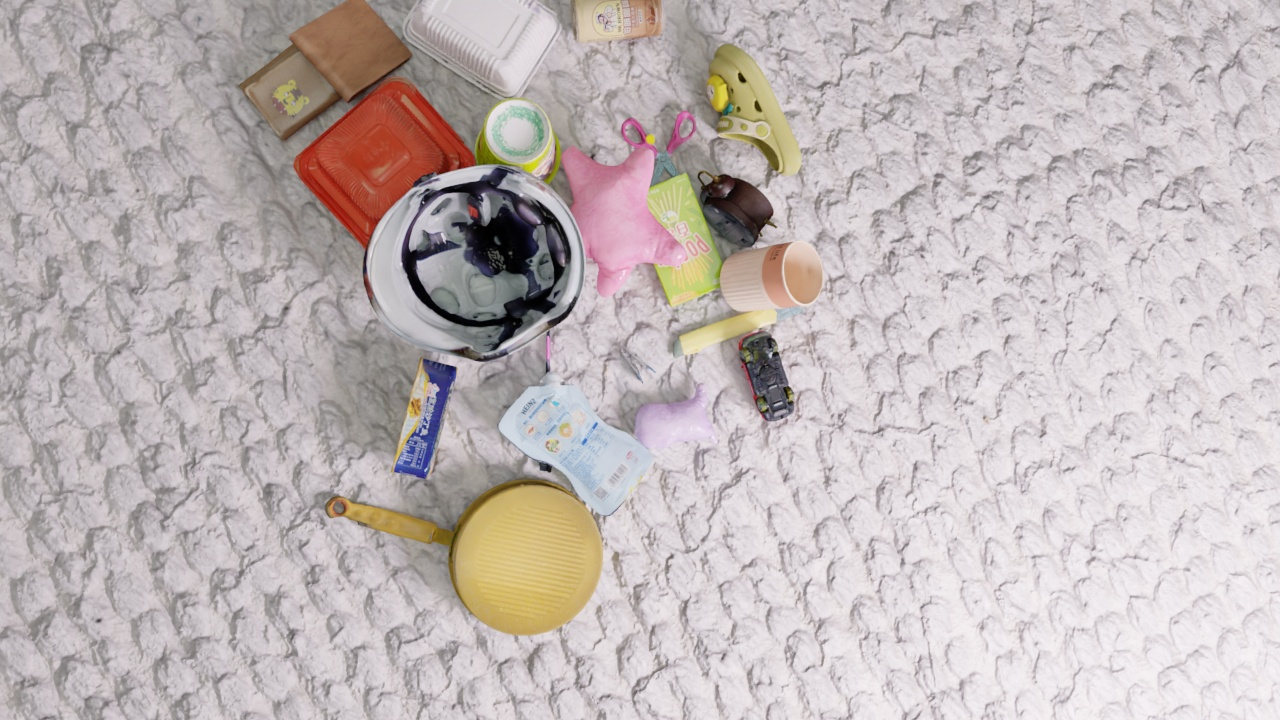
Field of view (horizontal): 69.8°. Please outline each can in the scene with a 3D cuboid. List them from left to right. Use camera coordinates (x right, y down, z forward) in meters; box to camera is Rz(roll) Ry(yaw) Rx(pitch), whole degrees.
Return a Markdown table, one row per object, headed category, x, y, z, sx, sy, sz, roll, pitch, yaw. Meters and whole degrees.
| category | x | y | z | sx | sy | sz | roll | pitch | yaw |
| --- | --- | --- | --- | --- | --- | --- | --- | --- | --- |
| can | -0.269 | 0.073 | 1.144 | 0.049 | 0.075 | 0.148 | 15 | 89 | -11 |
| can | -0.030 | -0.444 | 1.182 | 0.116 | 0.058 | 0.058 | -9 | 91 | -8 |

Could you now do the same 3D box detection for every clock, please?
| category | x | y | z | sx | sy | sz | roll | pitch | yaw |
| --- | --- | --- | --- | --- | --- | --- | --- | --- | --- |
| clock | 0.119 | -0.201 | 1.192 | 0.122 | 0.082 | 0.055 | 40 | 80 | -7 |

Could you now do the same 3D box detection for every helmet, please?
| category | x | y | z | sx | sy | sz | roll | pitch | yaw |
| --- | --- | --- | --- | --- | --- | --- | --- | --- | --- |
| helmet | -0.190 | -0.127 | 1.113 | 0.259 | 0.145 | 0.229 | -22 | 105 | 12 |

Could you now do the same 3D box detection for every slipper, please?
| category | x | y | z | sx | sy | sz | roll | pitch | yaw |
| --- | --- | --- | --- | --- | --- | --- | --- | --- | --- |
| slipper | 0.138 | -0.316 | 1.192 | 0.081 | 0.091 | 0.190 | -33 | 98 | -4 |

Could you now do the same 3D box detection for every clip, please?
| category | x | y | z | sx | sy | sz | roll | pitch | yaw |
| --- | --- | --- | --- | --- | --- | --- | --- | --- | --- |
| clip | -0.007 | 0.004 | 1.204 | 0.045 | 0.027 | 0.058 | -41 | 95 | 2 |

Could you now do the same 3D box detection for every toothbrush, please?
| category | x | y | z | sx | sy | sz | roll | pitch | yaw |
| --- | --- | --- | --- | --- | --- | --- | --- | --- | --- |
| toothbrush | -0.123 | 0.052 | 1.194 | 0.018 | 0.014 | 0.189 | 0 | 90 | 2 |

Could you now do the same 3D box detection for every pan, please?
| category | x | y | z | sx | sy | sz | roll | pitch | yaw |
| --- | --- | --- | --- | --- | --- | --- | --- | --- | --- |
| pan | -0.222 | 0.230 | 1.165 | 0.357 | 0.078 | 0.197 | 16 | 85 | -14 |

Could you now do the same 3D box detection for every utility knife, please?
| category | x | y | z | sx | sy | sz | roll | pitch | yaw |
| --- | --- | --- | --- | --- | --- | --- | --- | --- | --- |
| utility knife | 0.129 | -0.044 | 1.224 | 0.188 | 0.020 | 0.031 | -18 | 97 | -1 |

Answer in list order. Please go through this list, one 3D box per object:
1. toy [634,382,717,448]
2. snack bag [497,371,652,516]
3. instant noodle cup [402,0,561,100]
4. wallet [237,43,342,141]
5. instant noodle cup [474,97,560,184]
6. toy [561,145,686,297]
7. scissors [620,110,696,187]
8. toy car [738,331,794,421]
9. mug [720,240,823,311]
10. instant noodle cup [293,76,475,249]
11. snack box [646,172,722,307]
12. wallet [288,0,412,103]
| category | x | y | z | sx | sy | sz | roll | pitch | yaw |
| --- | --- | --- | --- | --- | --- | --- | --- | --- | --- |
| toy | 0.044 | 0.079 | 1.203 | 0.108 | 0.039 | 0.084 | -11 | 91 | -8 |
| snack bag | -0.082 | 0.105 | 1.178 | 0.191 | 0.039 | 0.110 | 41 | 81 | -10 |
| instant noodle cup | -0.201 | -0.429 | 1.160 | 0.173 | 0.060 | 0.138 | 31 | 86 | -5 |
| wallet | -0.428 | -0.342 | 1.143 | 0.115 | 0.033 | 0.090 | -38 | 96 | -3 |
| instant noodle cup | -0.151 | -0.270 | 1.133 | 0.111 | 0.123 | 0.111 | 0 | 90 | -8 |
| toy | -0.047 | -0.182 | 1.161 | 0.179 | 0.074 | 0.194 | -19 | 94 | 19 |
| scissors | 0.034 | -0.275 | 1.214 | 0.131 | 0.017 | 0.133 | -39 | 99 | -5 |
| toy car | 0.165 | 0.021 | 1.216 | 0.053 | 0.045 | 0.120 | -18 | 98 | -10 |
| mug | 0.177 | -0.109 | 1.184 | 0.114 | 0.106 | 0.081 | -15 | 98 | -43 |
| instant noodle cup | -0.315 | -0.247 | 1.134 | 0.188 | 0.079 | 0.164 | -44 | 95 | -6 |
| snack box | 0.049 | -0.157 | 1.205 | 0.086 | 0.026 | 0.156 | -22 | 95 | -2 |
| wallet | -0.356 | -0.388 | 1.136 | 0.101 | 0.020 | 0.115 | 49 | 60 | -11 |
